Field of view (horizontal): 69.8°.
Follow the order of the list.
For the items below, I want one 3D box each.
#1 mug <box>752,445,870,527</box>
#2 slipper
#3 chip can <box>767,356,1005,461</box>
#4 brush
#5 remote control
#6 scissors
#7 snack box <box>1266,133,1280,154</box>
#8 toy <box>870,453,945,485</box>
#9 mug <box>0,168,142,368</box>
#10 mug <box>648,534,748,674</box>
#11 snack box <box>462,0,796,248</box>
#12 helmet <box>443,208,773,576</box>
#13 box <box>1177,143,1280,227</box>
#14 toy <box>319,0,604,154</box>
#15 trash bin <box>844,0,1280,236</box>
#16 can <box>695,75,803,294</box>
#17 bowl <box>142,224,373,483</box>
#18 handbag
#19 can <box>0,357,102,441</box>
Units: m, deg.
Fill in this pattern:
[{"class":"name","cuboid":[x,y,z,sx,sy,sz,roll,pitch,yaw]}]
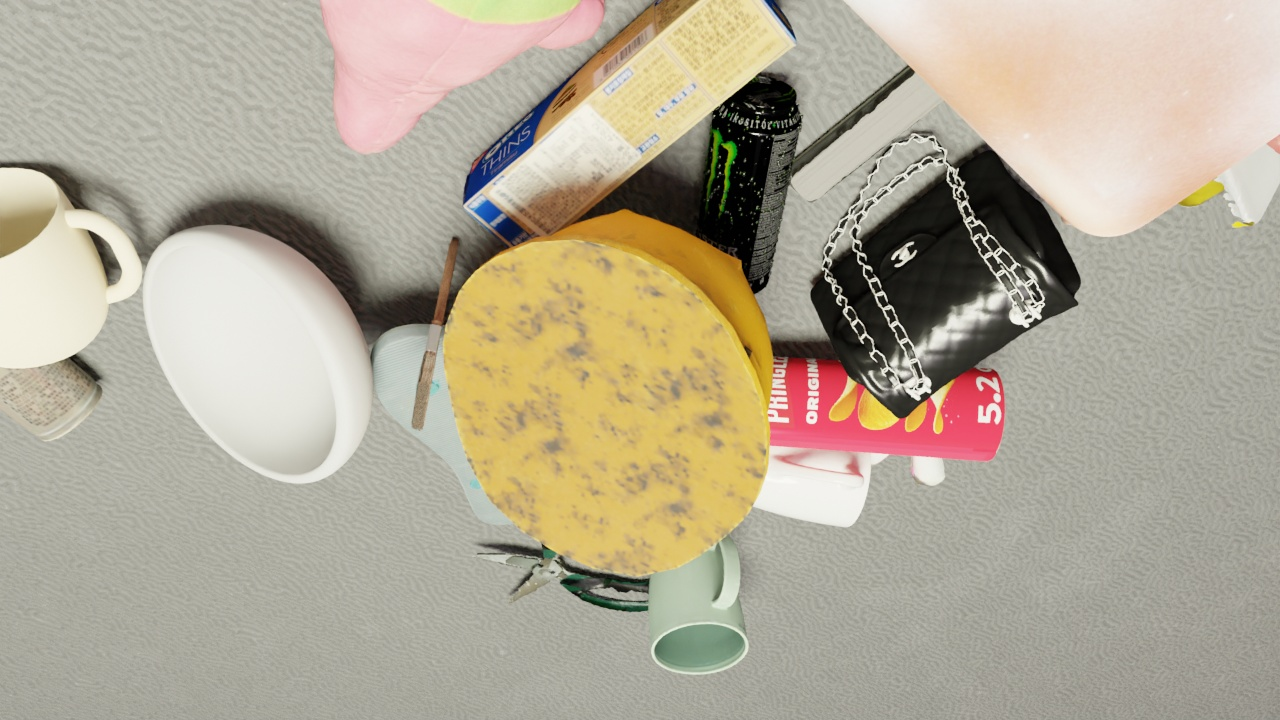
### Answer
[{"class":"mug","cuboid":[0.127,0.085,0.710,0.087,0.114,0.081,10,87,-5]},{"class":"slipper","cuboid":[-0.118,0.043,0.698,0.098,0.054,0.269,-15,142,3]},{"class":"chip can","cuboid":[0.142,0.032,0.666,0.220,0.069,0.069,3,132,4]},{"class":"brush","cuboid":[-0.124,-0.027,0.564,0.008,0.142,0.045,10,138,-11]},{"class":"remote control","cuboid":[0.149,-0.148,0.566,0.137,0.013,0.033,-38,125,24]},{"class":"scissors","cuboid":[-0.043,0.176,0.828,0.201,0.015,0.204,16,132,-24]},{"class":"snack box","cuboid":[0.411,-0.169,0.506,0.121,0.072,0.072,-33,129,-4]},{"class":"toy","cuboid":[0.222,0.041,0.723,0.079,0.038,0.123,19,119,-3]},{"class":"mug","cuboid":[-0.368,-0.050,0.559,0.120,0.096,0.100,-11,140,-11]},{"class":"mug","cuboid":[0.054,0.201,0.807,0.084,0.103,0.112,17,129,-18]},{"class":"snack box","cuboid":[-0.013,-0.144,0.529,0.207,0.057,0.056,-34,125,24]},{"class":"helmet","cuboid":[-0.003,0.003,0.574,0.205,0.131,0.256,26,135,9]},{"class":"box","cuboid":[0.325,-0.168,0.540,0.067,0.070,0.210,-45,123,4]},{"class":"toy","cuboid":[-0.103,-0.183,0.460,0.191,0.096,0.237,6,155,-34]},{"class":"trash bin","cuboid":[0.163,-0.199,0.379,0.259,0.181,0.158,40,122,-12]},{"class":"can","cuboid":[0.064,-0.103,0.571,0.054,0.053,0.138,1,132,-5]},{"class":"bowl","cuboid":[-0.236,-0.010,0.600,0.177,0.066,0.177,15,123,24]},{"class":"handbag","cuboid":[0.181,-0.053,0.578,0.154,0.125,0.114,-37,124,25]},{"class":"can","cuboid":[-0.434,-0.008,0.616,0.054,0.054,0.136,-20,130,13]}]
